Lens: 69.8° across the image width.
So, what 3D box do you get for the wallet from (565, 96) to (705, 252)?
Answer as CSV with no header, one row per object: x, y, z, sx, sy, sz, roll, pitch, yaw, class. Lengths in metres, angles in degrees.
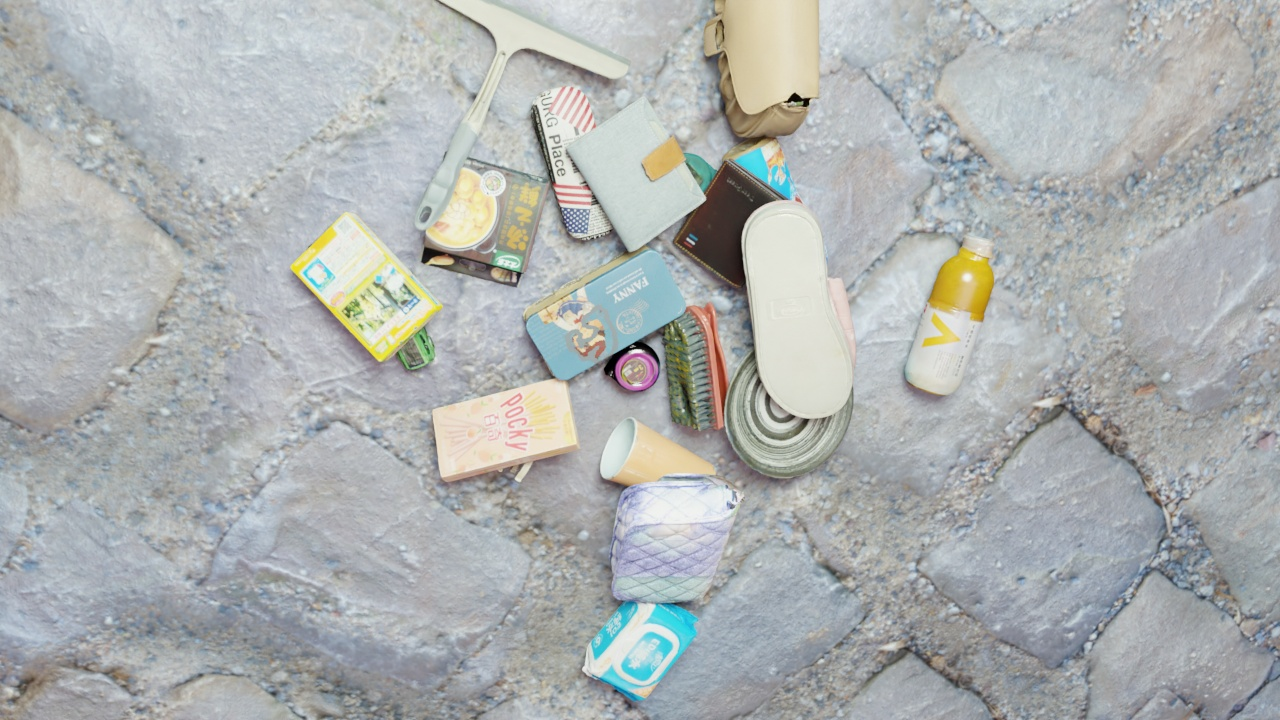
-0.001,-0.196,0.962,0.106,0.037,0.130,-35,110,-8,wallet

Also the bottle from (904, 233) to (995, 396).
0.371,-0.054,1.087,0.068,0.068,0.190,11,105,-13,bottle

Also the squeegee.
-0.170,-0.240,0.927,0.246,0.039,0.246,23,85,-4,squeegee

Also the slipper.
0.173,-0.053,1.014,0.114,0.054,0.275,-11,121,13,slipper

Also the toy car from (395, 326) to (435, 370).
-0.259,-0.032,1.010,0.043,0.036,0.091,-23,106,0,toy car

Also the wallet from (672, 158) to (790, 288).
0.103,-0.147,1.001,0.096,0.020,0.123,35,129,0,wallet

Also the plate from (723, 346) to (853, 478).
0.176,0.051,1.097,0.179,0.024,0.179,-4,101,-21,plate

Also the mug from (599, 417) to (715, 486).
0.023,0.127,1.088,0.122,0.078,0.078,27,101,-21,mug

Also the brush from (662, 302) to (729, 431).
0.068,0.006,1.065,0.069,0.063,0.146,-20,112,-35,brush

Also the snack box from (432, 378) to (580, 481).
-0.152,0.077,1.031,0.157,0.026,0.084,-15,66,2,snack box

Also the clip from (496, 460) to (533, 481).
-0.132,0.095,1.054,0.035,0.092,0.103,33,110,-16,clip

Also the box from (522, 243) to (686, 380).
-0.036,-0.058,1.025,0.184,0.059,0.090,-31,110,3,box

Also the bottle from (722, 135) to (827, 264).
0.164,-0.144,1.027,0.065,0.065,0.219,-29,110,0,bottle

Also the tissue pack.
0.001,0.359,1.159,0.090,0.063,0.140,35,99,-18,tissue pack

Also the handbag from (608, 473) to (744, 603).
0.035,0.209,1.072,0.134,0.075,0.194,1,139,-10,handbag

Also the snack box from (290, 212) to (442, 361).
-0.289,-0.077,0.971,0.087,0.033,0.140,-43,90,6,snack box

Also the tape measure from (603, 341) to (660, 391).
-0.006,0.006,1.061,0.058,0.039,0.057,31,100,-12,tape measure

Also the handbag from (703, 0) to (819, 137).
0.122,-0.328,0.916,0.099,0.148,0.204,-5,99,-10,handbag

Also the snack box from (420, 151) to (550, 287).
-0.168,-0.148,0.983,0.113,0.053,0.126,13,99,-13,snack box

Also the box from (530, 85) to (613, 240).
-0.070,-0.211,0.984,0.071,0.057,0.164,-11,107,10,box

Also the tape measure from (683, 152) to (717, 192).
0.051,-0.200,1.012,0.054,0.025,0.058,38,97,-19,tape measure
